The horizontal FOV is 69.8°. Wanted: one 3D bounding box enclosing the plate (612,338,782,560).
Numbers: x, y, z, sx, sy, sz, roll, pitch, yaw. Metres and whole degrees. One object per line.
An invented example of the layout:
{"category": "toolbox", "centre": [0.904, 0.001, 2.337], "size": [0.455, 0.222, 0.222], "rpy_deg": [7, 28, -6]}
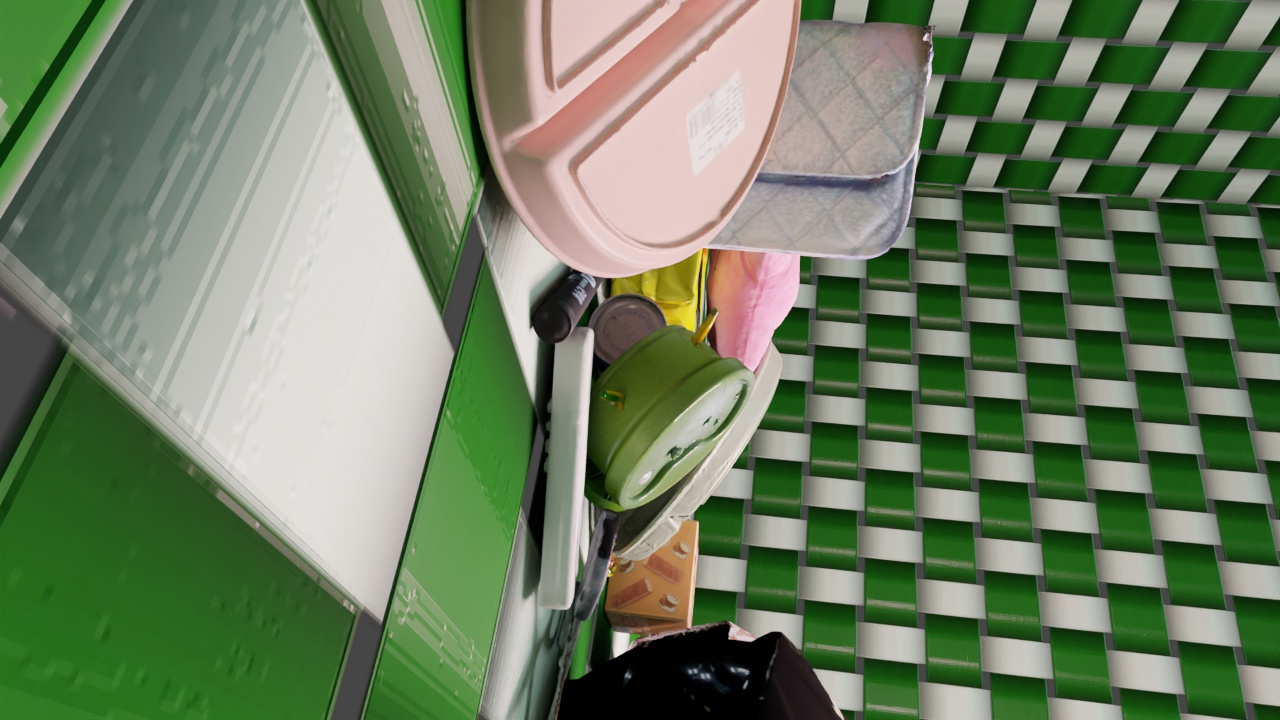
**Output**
{"category": "plate", "centre": [0.047, 0.076, 0.781], "size": [0.230, 0.027, 0.230], "rpy_deg": [-54, -175, 6]}

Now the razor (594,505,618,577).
{"category": "razor", "centre": [-0.027, 0.118, 0.685], "size": [0.042, 0.022, 0.143], "rpy_deg": [-79, 172, -56]}

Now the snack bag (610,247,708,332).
{"category": "snack bag", "centre": [0.021, -0.067, 0.763], "size": [0.247, 0.068, 0.157], "rpy_deg": [81, 15, -66]}

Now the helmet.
{"category": "helmet", "centre": [0.047, 0.307, 0.574], "size": [0.274, 0.230, 0.233], "rpy_deg": [57, 2, 8]}

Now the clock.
{"category": "clock", "centre": [0.011, 0.042, 0.588], "size": [0.116, 0.056, 0.161], "rpy_deg": [-36, 157, -24]}

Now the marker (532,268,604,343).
{"category": "marker", "centre": [-0.035, -0.037, 0.498], "size": [0.022, 0.020, 0.131], "rpy_deg": [-62, -177, 19]}

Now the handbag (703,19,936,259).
{"category": "handbag", "centre": [0.066, -0.130, 0.534], "size": [0.075, 0.194, 0.134], "rpy_deg": [-35, 129, -80]}

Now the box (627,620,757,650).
{"category": "box", "centre": [0.031, 0.368, 0.778], "size": [0.178, 0.088, 0.261], "rpy_deg": [-34, -149, 53]}

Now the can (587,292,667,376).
{"category": "can", "centre": [-0.004, 0.004, 0.656], "size": [0.135, 0.053, 0.053], "rpy_deg": [79, 17, -69]}

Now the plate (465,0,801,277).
{"category": "plate", "centre": [0.015, -0.145, 0.386], "size": [0.228, 0.028, 0.230], "rpy_deg": [-34, 133, -48]}

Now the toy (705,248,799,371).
{"category": "toy", "centre": [0.087, -0.059, 0.741], "size": [0.194, 0.074, 0.179], "rpy_deg": [-75, 179, -47]}

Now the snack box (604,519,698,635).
{"category": "snack box", "centre": [0.014, 0.206, 0.872], "size": [0.093, 0.077, 0.094], "rpy_deg": [82, 14, -63]}

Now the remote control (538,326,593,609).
{"category": "remote control", "centre": [-0.041, 0.056, 0.495], "size": [0.058, 0.021, 0.150], "rpy_deg": [-84, 178, -84]}

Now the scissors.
{"category": "scissors", "centre": [-0.044, 0.171, 0.523], "size": [0.159, 0.014, 0.177], "rpy_deg": [119, -11, -79]}
